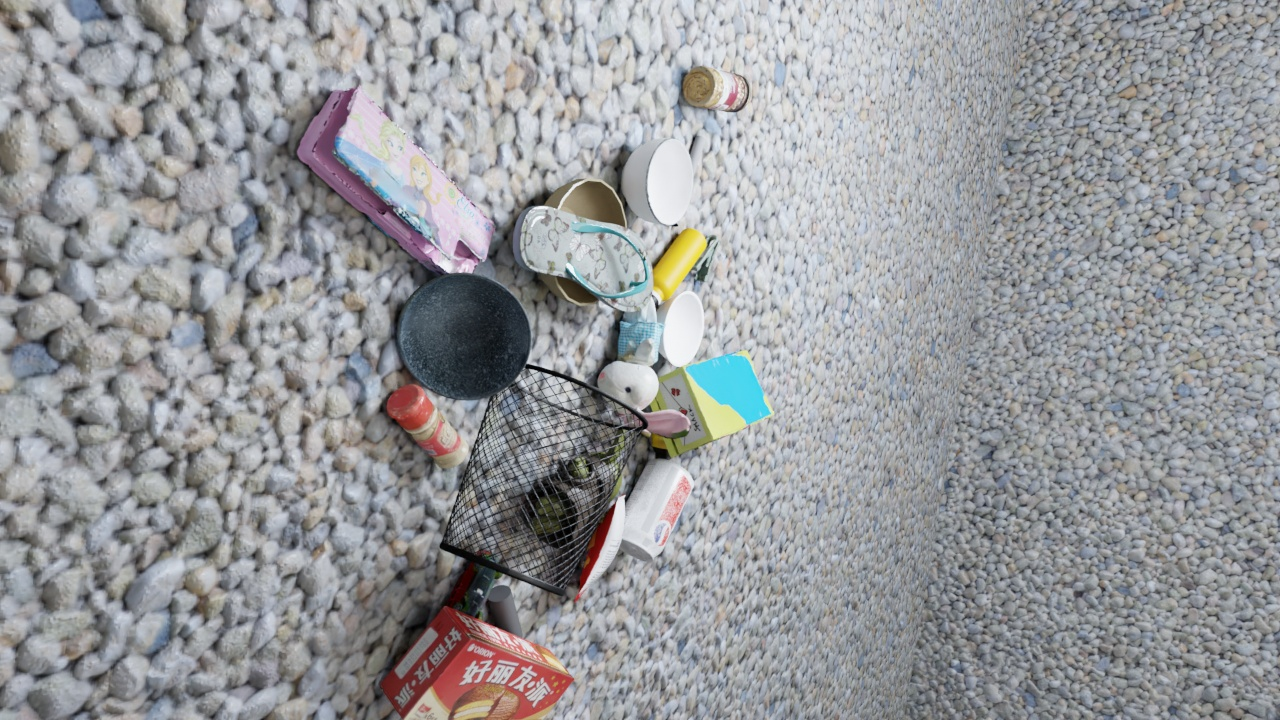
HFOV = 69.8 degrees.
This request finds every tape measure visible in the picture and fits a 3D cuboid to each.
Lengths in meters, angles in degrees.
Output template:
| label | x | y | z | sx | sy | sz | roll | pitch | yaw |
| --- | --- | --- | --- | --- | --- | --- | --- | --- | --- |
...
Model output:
| label | x | y | z | sx | sy | sz | roll | pitch | yaw |
| --- | --- | --- | --- | --- | --- | --- | --- | --- | --- |
| tape measure | 0.042 | 0.111 | 1.380 | 0.065 | 0.037 | 0.064 | -36 | 128 | -49 |

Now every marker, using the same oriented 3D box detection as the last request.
| label | x | y | z | sx | sy | sz | roll | pitch | yaw |
| --- | --- | --- | --- | --- | --- | --- | --- | --- | --- |
| marker | 0.067 | -0.261 | 1.330 | 0.016 | 0.016 | 0.140 | 33 | 71 | -55 |

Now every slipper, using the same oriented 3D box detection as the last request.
| label | x | y | z | sx | sy | sz | roll | pitch | yaw |
| --- | --- | --- | --- | --- | --- | --- | --- | --- | --- |
| slipper | -0.044 | -0.122 | 1.075 | 0.268 | 0.055 | 0.098 | 19 | 81 | -55 |

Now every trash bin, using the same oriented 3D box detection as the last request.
| label | x | y | z | sx | sy | sz | roll | pitch | yaw |
| --- | --- | --- | --- | --- | --- | --- | --- | --- | --- |
| trash bin | -0.114 | 0.135 | 1.017 | 0.184 | 0.184 | 0.210 | 42 | 65 | -53 |

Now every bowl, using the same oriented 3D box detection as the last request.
| label | x | y | z | sx | sy | sz | roll | pitch | yaw |
| --- | --- | --- | --- | --- | --- | --- | --- | --- | --- |
| bowl | -0.182 | -0.031 | 0.965 | 0.057 | 0.137 | 0.137 | -106 | -166 | -71 |
| bowl | -0.080 | -0.144 | 1.109 | 0.152 | 0.050 | 0.152 | -22 | 117 | -52 |
| bowl | 0.047 | -0.048 | 1.338 | 0.109 | 0.041 | 0.110 | -21 | 116 | -52 |
| bowl | 0.016 | -0.237 | 1.216 | 0.113 | 0.063 | 0.113 | -21 | 116 | -52 |

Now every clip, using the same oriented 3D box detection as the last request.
| label | x | y | z | sx | sy | sz | roll | pitch | yaw |
| --- | --- | --- | --- | --- | --- | --- | --- | --- | --- |
| clip | 0.100 | -0.160 | 1.404 | 0.059 | 0.023 | 0.076 | 48 | 61 | -52 |

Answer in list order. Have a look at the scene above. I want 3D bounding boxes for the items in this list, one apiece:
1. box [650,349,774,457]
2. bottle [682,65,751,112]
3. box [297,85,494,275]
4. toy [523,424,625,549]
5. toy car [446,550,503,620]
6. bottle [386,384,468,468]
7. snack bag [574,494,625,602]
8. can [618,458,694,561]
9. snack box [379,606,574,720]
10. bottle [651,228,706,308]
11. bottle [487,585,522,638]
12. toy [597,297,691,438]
| label | x | y | z | sx | sy | sz | roll | pitch | yaw |
| --- | --- | --- | --- | --- | --- | --- | --- | --- | --- |
| box | 0.108 | 0.061 | 1.384 | 0.220 | 0.081 | 0.124 | -15 | 81 | -59 |
| bottle | 0.110 | -0.389 | 1.320 | 0.105 | 0.056 | 0.056 | -13 | 110 | -54 |
| box | -0.221 | -0.162 | 0.890 | 0.230 | 0.053 | 0.084 | 46 | 61 | -51 |
| toy | -0.083 | 0.170 | 1.170 | 0.152 | 0.078 | 0.180 | -35 | 151 | -52 |
| toy car | -0.194 | 0.266 | 1.071 | 0.091 | 0.036 | 0.042 | -63 | 143 | -22 |
| bottle | -0.222 | 0.071 | 0.966 | 0.044 | 0.044 | 0.109 | -60 | 144 | -26 |
| snack bag | -0.050 | 0.251 | 1.237 | 0.131 | 0.039 | 0.144 | 62 | 50 | -83 |
| can | 0.018 | 0.217 | 1.338 | 0.135 | 0.078 | 0.078 | -61 | 143 | -26 |
| snack box | -0.182 | 0.376 | 1.071 | 0.113 | 0.060 | 0.236 | -50 | 142 | -6 |
| bottle | 0.044 | -0.128 | 1.308 | 0.143 | 0.043 | 0.043 | -55 | 140 | -32 |
| bottle | -0.164 | 0.332 | 1.141 | 0.030 | 0.030 | 0.113 | -39 | 130 | -45 |
| toy | -0.007 | 0.007 | 1.233 | 0.105 | 0.131 | 0.205 | -3 | 89 | -35 |
